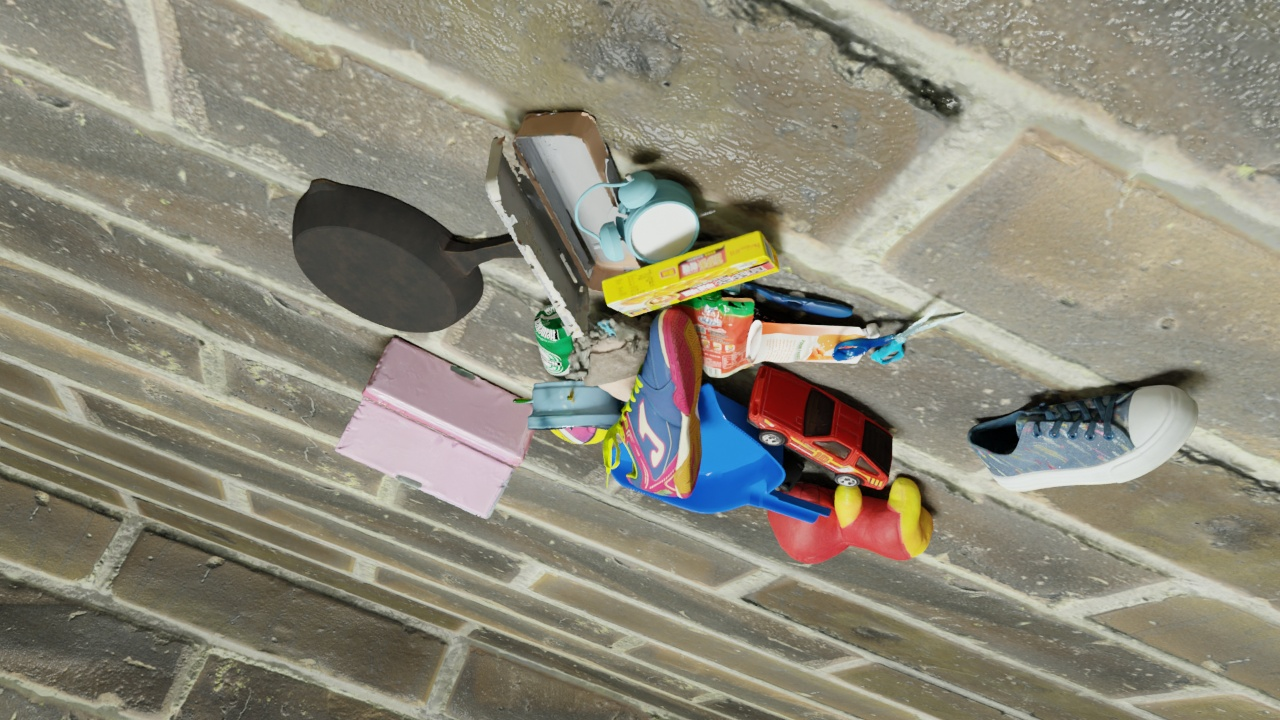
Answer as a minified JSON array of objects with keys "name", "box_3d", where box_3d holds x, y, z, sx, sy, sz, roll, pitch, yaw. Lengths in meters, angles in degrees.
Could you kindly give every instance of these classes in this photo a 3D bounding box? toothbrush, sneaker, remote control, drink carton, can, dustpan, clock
[{"name":"toothbrush","box_3d":[0.143,-0.060,0.904,0.132,0.016,0.021,15,152,7]},{"name":"sneaker","box_3d":[0.011,0.050,0.956,0.091,0.116,0.242,9,129,16]},{"name":"remote control","box_3d":[0.146,-0.034,0.952,0.124,0.010,0.039,26,149,-12]},{"name":"drink carton","box_3d":[0.173,-0.017,0.922,0.122,0.038,0.069,2,148,-9]},{"name":"can","box_3d":[-0.092,-0.021,1.062,0.053,0.053,0.101,12,149,11]},{"name":"dustpan","box_3d":[0.124,0.137,1.119,0.257,0.059,0.246,20,147,-22]},{"name":"clock","box_3d":[-0.001,-0.127,0.815,0.123,0.042,0.088,10,126,-26]},{"name":"sneaker","box_3d":[0.423,0.074,0.910,0.079,0.087,0.236,33,151,-13]},{"name":"clock","box_3d":[-0.069,0.057,1.127,0.118,0.060,0.161,-4,176,34]}]

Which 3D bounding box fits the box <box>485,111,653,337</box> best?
[{"name":"box","box_3d":[-0.055,-0.127,0.852,0.107,0.094,0.216,-19,141,7]}]

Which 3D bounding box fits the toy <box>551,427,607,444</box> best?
[{"name":"toy","box_3d":[-0.087,0.079,1.239,0.094,0.041,0.095,-14,134,37]}]

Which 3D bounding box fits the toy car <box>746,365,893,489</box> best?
[{"name":"toy car","box_3d":[0.203,0.075,1.031,0.189,0.081,0.056,27,143,-15]}]

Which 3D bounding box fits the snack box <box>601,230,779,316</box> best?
[{"name":"snack box","box_3d":[0.047,-0.077,0.840,0.152,0.025,0.075,-16,170,15]}]

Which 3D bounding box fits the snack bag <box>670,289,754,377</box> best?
[{"name":"snack bag","box_3d":[0.075,-0.037,0.944,0.087,0.044,0.155,7,152,14]}]

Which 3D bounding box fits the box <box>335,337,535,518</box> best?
[{"name":"box","box_3d":[-0.266,0.092,1.234,0.233,0.179,0.059,26,167,-17]}]

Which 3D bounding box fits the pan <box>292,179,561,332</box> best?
[{"name":"pan","box_3d":[-0.239,-0.105,1.015,0.357,0.043,0.249,-1,145,31]}]

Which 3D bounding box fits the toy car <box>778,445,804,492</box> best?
[{"name":"toy car","box_3d":[0.179,0.134,1.184,0.036,0.042,0.092,23,161,46]}]

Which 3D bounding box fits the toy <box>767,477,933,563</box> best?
[{"name":"toy","box_3d":[0.269,0.214,1.216,0.217,0.098,0.147,-7,134,29]}]

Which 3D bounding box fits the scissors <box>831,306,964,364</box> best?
[{"name":"scissors","box_3d":[0.242,-0.022,0.883,0.110,0.015,0.133,-2,159,-20]}]

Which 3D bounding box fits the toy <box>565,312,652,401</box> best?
[{"name":"toy","box_3d":[-0.006,0.006,1.042,0.133,0.076,0.176,-12,140,17]}]
